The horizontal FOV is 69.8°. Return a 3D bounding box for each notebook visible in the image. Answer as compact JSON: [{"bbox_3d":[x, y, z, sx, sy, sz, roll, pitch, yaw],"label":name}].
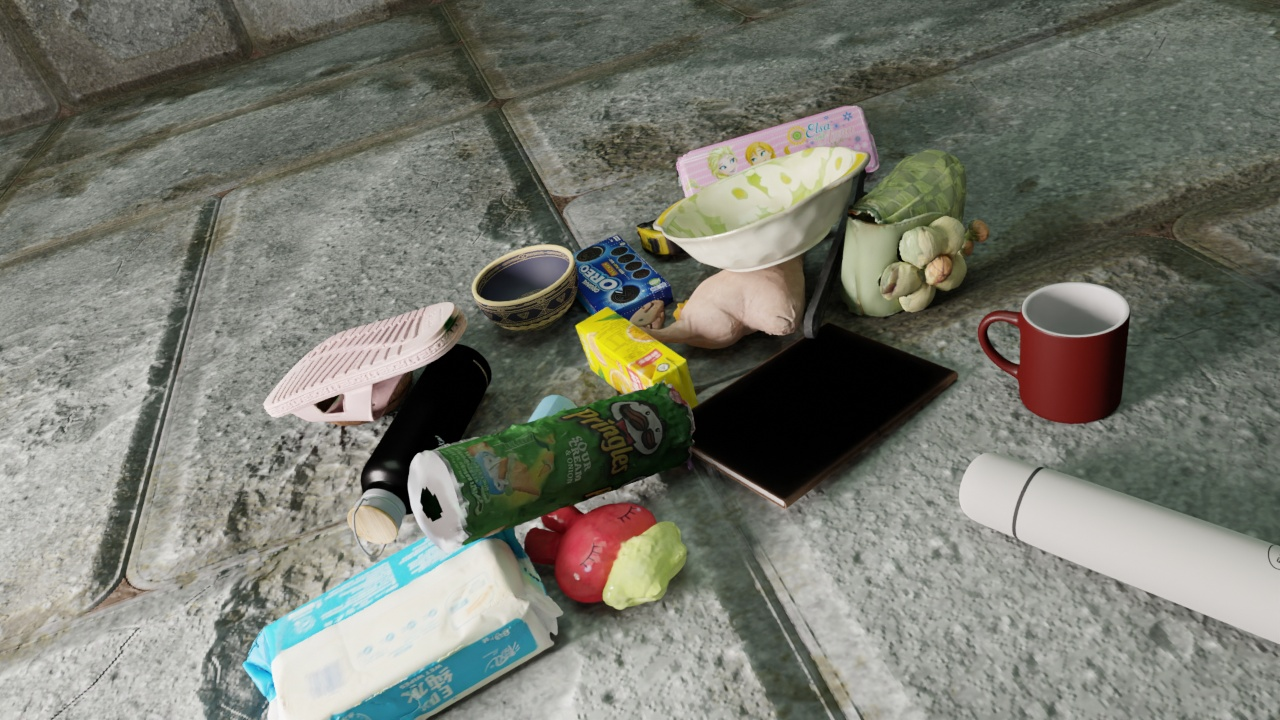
[{"bbox_3d":[0.141,0.037,0.767,0.208,0.008,0.141,-31,37,-28],"label":"notebook"}]

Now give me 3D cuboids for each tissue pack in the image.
[{"bbox_3d":[-0.166,0.191,0.633,0.209,0.066,0.117,-27,37,-15],"label":"tissue pack"}]

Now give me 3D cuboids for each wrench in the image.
[{"bbox_3d":[0.199,-0.113,0.920,0.018,0.073,0.272,3,41,25],"label":"wrench"}]

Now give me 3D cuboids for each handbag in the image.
[{"bbox_3d":[0.267,-0.121,0.867,0.117,0.113,0.186,27,51,36],"label":"handbag"}]

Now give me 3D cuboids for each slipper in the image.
[{"bbox_3d":[-0.252,0.011,0.871,0.240,0.064,0.094,-18,33,28],"label":"slipper"}]

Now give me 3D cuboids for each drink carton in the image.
[{"bbox_3d":[-0.005,0.005,0.839,0.042,0.059,0.134,-32,38,-19],"label":"drink carton"}]

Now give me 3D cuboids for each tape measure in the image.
[{"bbox_3d":[0.039,-0.143,1.052,0.067,0.038,0.062,-21,26,-14],"label":"tape measure"}]

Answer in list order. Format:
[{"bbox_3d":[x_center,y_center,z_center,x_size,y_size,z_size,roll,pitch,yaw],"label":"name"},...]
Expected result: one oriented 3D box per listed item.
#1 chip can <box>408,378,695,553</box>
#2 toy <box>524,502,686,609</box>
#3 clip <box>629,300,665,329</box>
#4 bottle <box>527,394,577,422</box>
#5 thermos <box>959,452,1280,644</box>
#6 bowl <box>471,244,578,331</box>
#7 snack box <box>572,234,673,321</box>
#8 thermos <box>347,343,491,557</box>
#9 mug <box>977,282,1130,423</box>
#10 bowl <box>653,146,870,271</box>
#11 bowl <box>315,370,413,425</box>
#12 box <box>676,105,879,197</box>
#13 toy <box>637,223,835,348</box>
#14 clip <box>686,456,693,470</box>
[{"bbox_3d":[-0.060,0.074,0.682,0.222,0.075,0.075,-16,27,-41],"label":"chip can"},{"bbox_3d":[-0.027,0.137,0.672,0.135,0.045,0.091,14,40,38],"label":"toy"},{"bbox_3d":[0.007,-0.047,0.922,0.025,0.043,0.060,3,44,22],"label":"clip"},{"bbox_3d":[-0.092,0.083,0.779,0.040,0.040,0.129,2,38,23],"label":"bottle"},{"bbox_3d":[0.310,0.113,0.567,0.224,0.052,0.052,20,48,41],"label":"thermos"},{"bbox_3d":[-0.116,-0.068,0.981,0.112,0.061,0.112,-12,35,8],"label":"bowl"},{"bbox_3d":[-0.032,-0.087,1.006,0.082,0.027,0.150,-25,35,-12],"label":"snack box"},{"bbox_3d":[-0.197,0.077,0.810,0.061,0.061,0.230,-3,36,17],"label":"thermos"},{"bbox_3d":[0.316,-0.008,0.709,0.106,0.083,0.073,9,41,31],"label":"mug"},{"bbox_3d":[0.118,-0.135,0.865,0.220,0.060,0.187,-9,27,36],"label":"bowl"},{"bbox_3d":[-0.275,0.034,0.931,0.102,0.026,0.114,-18,35,-3],"label":"bowl"},{"bbox_3d":[0.160,-0.234,1.115,0.230,0.085,0.096,-17,3,-2],"label":"box"},{"bbox_3d":[0.106,-0.099,0.938,0.196,0.065,0.263,-3,34,11],"label":"toy"},{"bbox_3d":[0.041,0.073,0.767,0.036,0.013,0.053,-10,32,7],"label":"clip"}]
